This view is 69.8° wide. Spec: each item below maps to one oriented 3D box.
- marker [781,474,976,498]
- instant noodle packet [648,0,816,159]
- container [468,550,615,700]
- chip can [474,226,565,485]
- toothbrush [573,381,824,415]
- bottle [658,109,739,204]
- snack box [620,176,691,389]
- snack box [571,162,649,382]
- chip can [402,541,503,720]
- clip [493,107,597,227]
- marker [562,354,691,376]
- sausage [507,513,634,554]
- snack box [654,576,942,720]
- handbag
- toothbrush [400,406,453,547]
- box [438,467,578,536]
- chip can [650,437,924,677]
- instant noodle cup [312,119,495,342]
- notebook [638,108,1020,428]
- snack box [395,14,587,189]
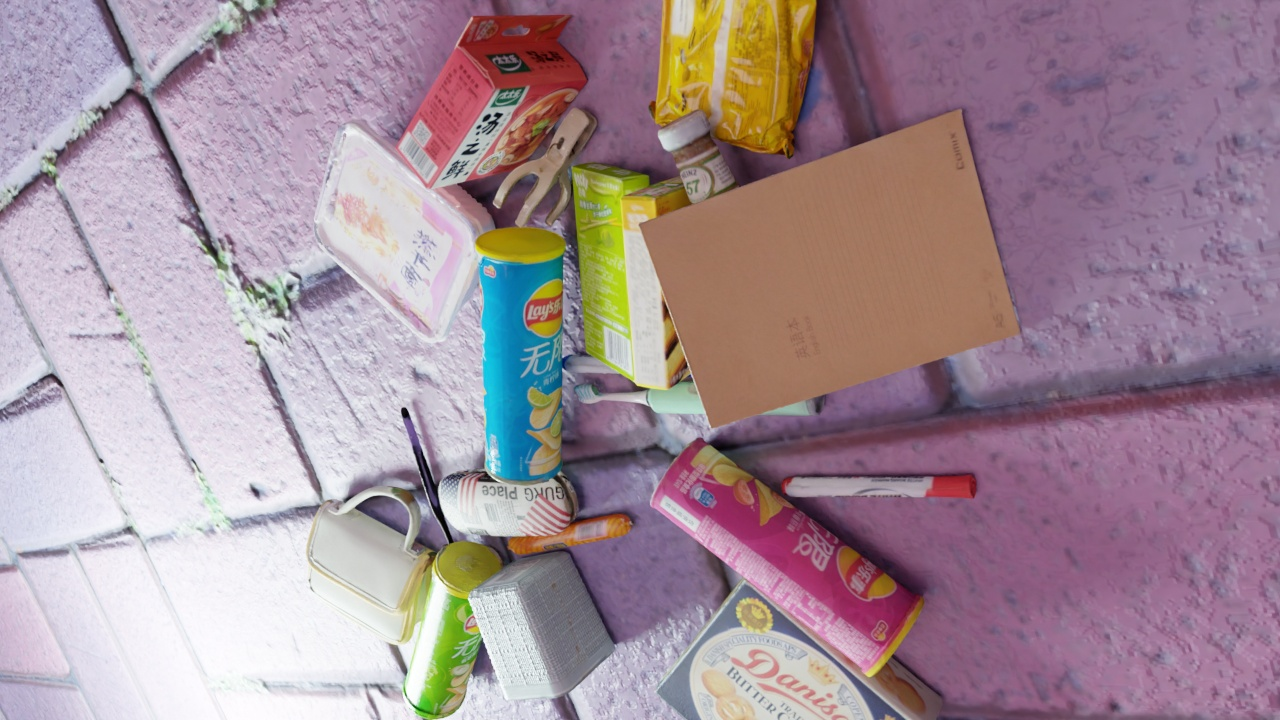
[{"bbox_3d":[0.172,0.093,0.678,0.145,0.017,0.017,-6,106,35],"label":"marker"},{"bbox_3d":[0.064,-0.209,0.606,0.111,0.044,0.129,19,123,18],"label":"instant noodle packet"},{"bbox_3d":[-0.097,0.251,0.881,0.090,0.089,0.111,-19,94,37],"label":"container"},{"bbox_3d":[-0.099,-0.001,0.768,0.071,0.071,0.210,17,120,27],"label":"chip can"},{"bbox_3d":[0.039,0.029,0.734,0.225,0.026,0.027,-1,130,34],"label":"toothbrush"},{"bbox_3d":[0.071,-0.071,0.630,0.060,0.059,0.206,-15,110,37],"label":"bottle"},{"bbox_3d":[0.025,-0.058,0.668,0.034,0.086,0.140,6,112,32],"label":"snack box"},{"bbox_3d":[-0.019,-0.069,0.708,0.086,0.026,0.156,29,128,55],"label":"snack box"},{"bbox_3d":[-0.202,0.291,0.975,0.072,0.072,0.222,33,124,18],"label":"chip can"},{"bbox_3d":[-0.069,-0.148,0.733,0.035,0.094,0.102,40,88,14],"label":"clip"},{"bbox_3d":[-0.004,0.004,0.758,0.146,0.016,0.017,2,110,33],"label":"marker"},{"bbox_3d":[-0.069,0.165,0.865,0.166,0.021,0.021,-18,99,38],"label":"sausage"},{"bbox_3d":[0.124,0.282,0.772,0.178,0.045,0.183,38,126,14],"label":"snack box"},{"bbox_3d":[-0.297,0.212,1.016,0.163,0.063,0.179,21,116,23],"label":"handbag"},{"bbox_3d":[-0.220,0.136,0.959,0.017,0.014,0.189,-2,109,47],"label":"toothbrush"},{"bbox_3d":[-0.126,0.132,0.882,0.165,0.059,0.071,-4,87,34],"label":"box"},{"bbox_3d":[0.109,0.147,0.709,0.210,0.071,0.072,36,125,17],"label":"chip can"},{"bbox_3d":[-0.201,-0.117,0.811,0.173,0.060,0.138,39,126,12],"label":"instant noodle cup"},{"bbox_3d":[0.122,-0.054,0.595,0.212,0.012,0.149,-18,102,10],"label":"notebook"},{"bbox_3d":[-0.104,-0.192,0.680,0.044,0.113,0.127,51,128,7],"label":"snack box"}]
